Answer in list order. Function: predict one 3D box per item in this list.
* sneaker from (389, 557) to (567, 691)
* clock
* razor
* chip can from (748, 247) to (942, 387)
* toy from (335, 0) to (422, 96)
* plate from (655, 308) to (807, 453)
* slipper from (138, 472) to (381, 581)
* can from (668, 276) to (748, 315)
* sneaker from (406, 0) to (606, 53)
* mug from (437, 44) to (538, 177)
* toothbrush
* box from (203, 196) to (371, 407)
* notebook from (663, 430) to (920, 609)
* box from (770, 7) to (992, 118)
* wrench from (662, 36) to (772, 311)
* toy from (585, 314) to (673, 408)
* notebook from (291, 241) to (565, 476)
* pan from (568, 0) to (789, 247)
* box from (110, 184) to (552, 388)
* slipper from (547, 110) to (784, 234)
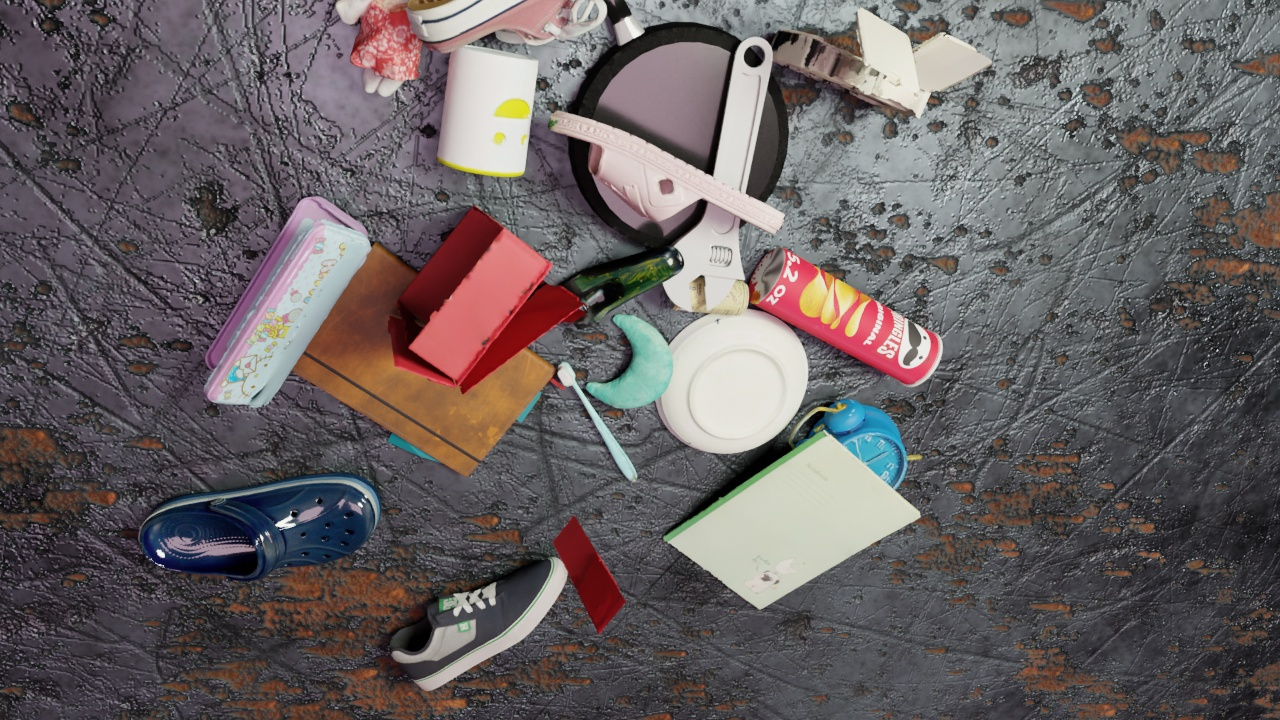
[{"bbox_3d":[-0.193,0.296,1.075,0.235,0.084,0.079,-36,115,9],"label":"sneaker"},{"bbox_3d":[0.244,0.108,1.085,0.161,0.060,0.117,29,109,-21],"label":"clock"},{"bbox_3d":[-0.022,-0.075,0.934,0.152,0.067,0.054,-19,114,36],"label":"razor"},{"bbox_3d":[0.226,-0.046,1.011,0.220,0.069,0.069,26,106,-20],"label":"chip can"},{"bbox_3d":[-0.211,-0.326,0.801,0.159,0.084,0.195,3,119,-21],"label":"toy"},{"bbox_3d":[0.108,0.032,1.042,0.182,0.034,0.182,-4,114,-9],"label":"plate"},{"bbox_3d":[-0.406,0.190,0.983,0.252,0.095,0.105,-6,112,-4],"label":"slipper"},{"bbox_3d":[0.074,-0.070,0.988,0.079,0.038,0.038,4,112,-12],"label":"can"},{"bbox_3d":[-0.081,-0.319,0.791,0.240,0.118,0.088,-33,133,-10],"label":"sneaker"},{"bbox_3d":[-0.142,-0.232,0.853,0.082,0.082,0.106,6,111,-13],"label":"mug"},{"bbox_3d":[-0.047,0.074,1.038,0.016,0.016,0.181,-21,120,16],"label":"toothbrush"},{"bbox_3d":[-0.344,-0.051,0.894,0.077,0.096,0.214,29,105,-33],"label":"box"},{"bbox_3d":[0.178,0.198,1.100,0.182,0.010,0.253,39,119,-22],"label":"notebook"},{"bbox_3d":[0.220,-0.276,0.842,0.143,0.191,0.069,14,109,-24],"label":"box"},{"bbox_3d":[0.078,-0.180,0.913,0.086,0.018,0.274,7,109,-5],"label":"wrench"},{"bbox_3d":[-0.006,0.006,1.010,0.085,0.033,0.105,22,105,1],"label":"toy"},{"bbox_3d":[-0.230,0.016,0.981,0.249,0.014,0.178,36,102,-22],"label":"notebook"},{"bbox_3d":[0.012,-0.271,0.893,0.225,0.034,0.356,-28,116,2],"label":"pan"},{"bbox_3d":[-0.255,-0.105,0.804,0.325,0.214,0.153,22,97,-20],"label":"box"},{"bbox_3d":[0.020,-0.161,0.859,0.239,0.094,0.064,22,101,-13],"label":"slipper"}]
